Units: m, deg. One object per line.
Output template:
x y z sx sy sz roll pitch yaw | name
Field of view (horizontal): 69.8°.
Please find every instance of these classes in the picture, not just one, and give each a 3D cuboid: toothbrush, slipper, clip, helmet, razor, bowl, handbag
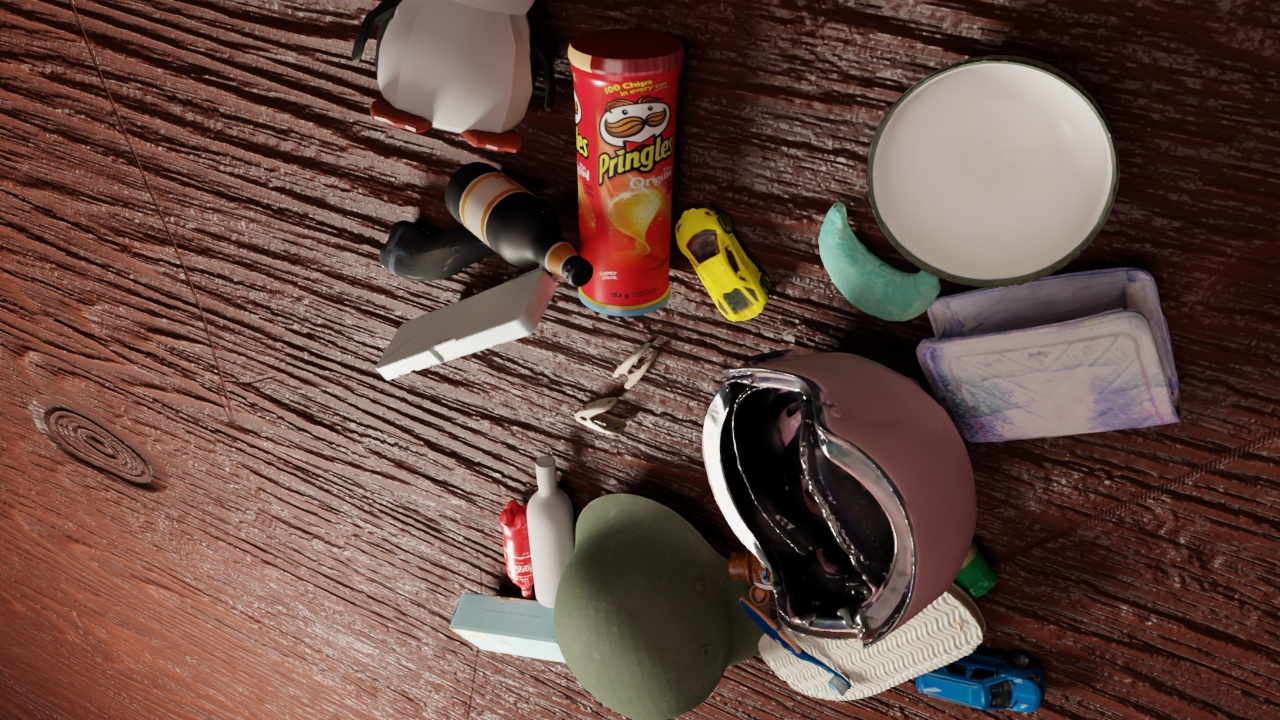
0.150 0.282 0.907 0.135 0.017 0.022 38 141 14 | toothbrush
0.217 0.259 0.887 0.115 0.052 0.264 50 137 0 | slipper
-0.003 0.008 0.875 0.061 0.025 0.049 -3 119 33 | clip
-0.043 0.060 0.931 0.061 0.025 0.050 42 132 1 | clip
0.158 0.092 0.734 0.256 0.152 0.230 -9 102 65 | helmet
0.000 0.274 0.959 0.227 0.153 0.268 -1 118 30 | helmet
-0.191 -0.113 0.888 0.141 0.052 0.064 -7 107 30 | razor
0.236 -0.132 0.615 0.153 0.072 0.154 15 127 21 | bowl
0.299 0.002 0.675 0.159 0.069 0.126 -11 128 35 | handbag

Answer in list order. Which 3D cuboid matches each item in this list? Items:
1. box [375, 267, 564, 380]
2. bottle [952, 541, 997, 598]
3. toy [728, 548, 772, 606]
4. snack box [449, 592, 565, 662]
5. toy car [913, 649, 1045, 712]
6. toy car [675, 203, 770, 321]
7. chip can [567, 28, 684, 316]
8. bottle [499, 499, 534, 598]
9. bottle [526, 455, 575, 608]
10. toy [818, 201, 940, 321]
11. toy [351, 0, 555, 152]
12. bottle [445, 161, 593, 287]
-0.148 -0.047 0.847 0.198 0.135 0.044 -14 117 35 | box
0.267 0.156 0.804 0.043 0.042 0.111 -29 103 39 | bottle
0.140 0.202 0.891 0.113 0.067 0.087 -5 87 25 | toy
-0.144 0.330 1.131 0.175 0.053 0.075 -2 143 32 | snack box
0.318 0.303 0.869 0.120 0.043 0.056 3 121 28 | toy car
0.067 -0.082 0.773 0.049 0.030 0.107 -26 103 40 | toy car
-0.012 -0.148 0.739 0.087 0.086 0.214 16 127 20 | chip can
-0.140 0.227 1.083 0.042 0.041 0.142 13 125 22 | bottle
-0.099 0.190 1.028 0.052 0.052 0.195 14 125 22 | bottle
0.180 -0.068 0.700 0.105 0.033 0.085 38 157 25 | toy
-0.133 -0.280 0.716 0.159 0.140 0.184 10 121 -16 | toy
-0.099 -0.111 0.780 0.182 0.059 0.059 39 137 40 | bottle
